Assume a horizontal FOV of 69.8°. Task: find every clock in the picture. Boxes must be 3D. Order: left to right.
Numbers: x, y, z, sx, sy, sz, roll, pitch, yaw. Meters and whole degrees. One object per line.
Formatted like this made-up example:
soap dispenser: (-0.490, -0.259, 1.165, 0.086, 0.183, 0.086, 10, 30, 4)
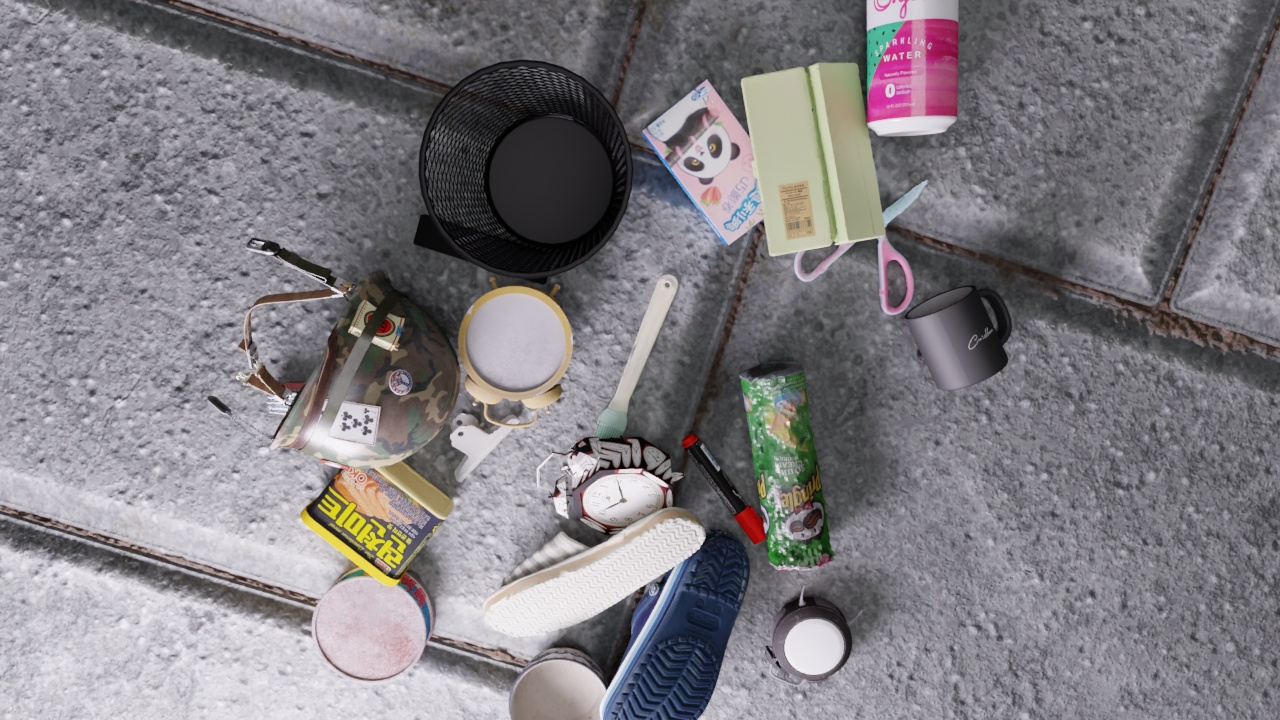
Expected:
clock: (-0.132, -0.007, 0.984, 0.117, 0.081, 0.159, 6, 97, -3)
clock: (-0.038, 0.127, 0.999, 0.154, 0.065, 0.115, 14, 129, -15)
clock: (0.194, 0.325, 1.051, 0.091, 0.043, 0.123, 24, 99, -3)

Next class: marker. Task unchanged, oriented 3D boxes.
marker: (0.096, 0.144, 1.036, 0.023, 0.021, 0.145, -39, 97, -24)

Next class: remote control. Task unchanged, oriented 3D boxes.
remote control: (-0.171, -0.121, 1.001, 0.150, 0.013, 0.034, 17, 99, -1)

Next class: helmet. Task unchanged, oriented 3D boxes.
helmet: (-0.303, 0.005, 0.919, 0.236, 0.223, 0.193, 42, 127, -1)

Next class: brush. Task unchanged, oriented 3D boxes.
brush: (-0.330, 0.049, 1.023, 0.172, 0.030, 0.041, 3, 99, 0)
brush: (-0.006, 0.006, 1.021, 0.033, 0.012, 0.218, 22, 97, -2)

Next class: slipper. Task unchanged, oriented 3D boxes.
slipper: (-0.053, 0.229, 1.014, 0.273, 0.054, 0.114, -28, 130, 16)
slipper: (0.040, 0.308, 1.033, 0.105, 0.095, 0.252, 33, 81, -22)

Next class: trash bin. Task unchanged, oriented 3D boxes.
trash bin: (-0.098, -0.178, 0.891, 0.184, 0.210, 0.184, 0, 99, 1)

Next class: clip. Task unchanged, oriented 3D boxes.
clip: (-0.190, 0.086, 1.034, 0.102, 0.041, 0.054, -46, 114, 6)

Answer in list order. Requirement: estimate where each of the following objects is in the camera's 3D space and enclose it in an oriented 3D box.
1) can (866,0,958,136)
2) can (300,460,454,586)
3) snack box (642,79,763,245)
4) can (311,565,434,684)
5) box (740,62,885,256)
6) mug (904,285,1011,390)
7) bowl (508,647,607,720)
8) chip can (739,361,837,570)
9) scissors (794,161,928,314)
can: (0.274, -0.314, 0.926, 0.088, 0.088, 0.166, -2, 99, 1)
can: (-0.289, 0.167, 1.021, 0.131, 0.072, 0.101, 39, 95, -5)
snack box: (0.081, -0.208, 0.974, 0.088, 0.033, 0.154, -38, 97, 7)
can: (-0.306, 0.301, 1.055, 0.130, 0.044, 0.130, 0, 99, 1)
box: (0.182, -0.209, 0.946, 0.140, 0.048, 0.188, -10, 94, -12)
mug: (0.350, -0.032, 0.982, 0.113, 0.078, 0.088, -30, 98, -21)
bowl: (-0.090, 0.383, 1.057, 0.115, 0.059, 0.115, 0, 99, 1)
chip can: (0.160, 0.113, 1.003, 0.075, 0.075, 0.223, -11, 99, 2)
scissors: (0.238, -0.130, 0.994, 0.168, 0.014, 0.170, -7, 99, 2)
